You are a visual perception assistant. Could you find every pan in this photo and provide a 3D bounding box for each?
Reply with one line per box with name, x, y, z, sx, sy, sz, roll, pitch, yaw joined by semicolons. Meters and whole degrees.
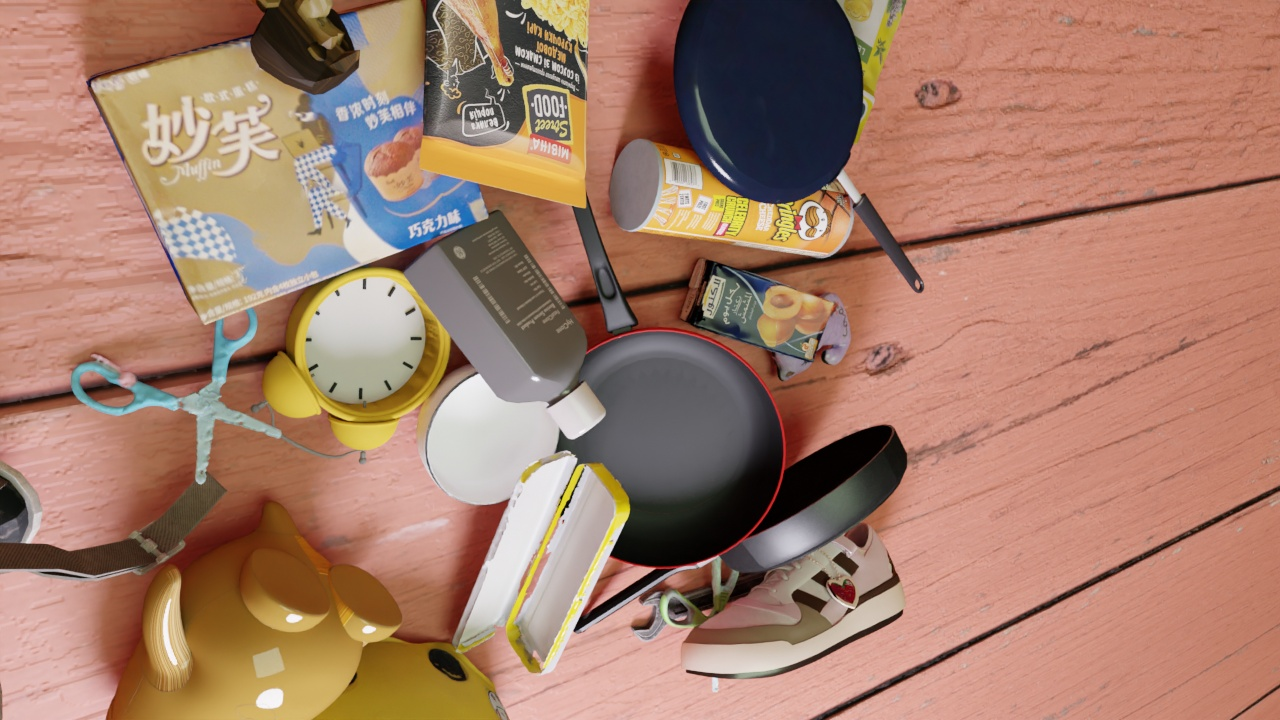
pan;-0.005;0.005;0.768;0.209;0.067;0.356;-16;101;7
pan;0.095;0.171;0.865;0.356;0.204;0.044;-33;90;2
pan;0.161;-0.179;0.790;0.356;0.021;0.198;46;70;-28

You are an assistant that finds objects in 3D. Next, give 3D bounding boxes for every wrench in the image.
wrench;0.108;0.242;0.981;0.272;0.010;0.070;-9;110;-30

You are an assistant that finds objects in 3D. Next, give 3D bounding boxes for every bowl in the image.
bowl;-0.127;0.052;0.734;0.113;0.063;0.113;-11;111;-30

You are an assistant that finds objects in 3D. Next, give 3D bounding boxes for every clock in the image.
clock;-0.208;-0.001;0.675;0.113;0.052;0.152;35;80;-36

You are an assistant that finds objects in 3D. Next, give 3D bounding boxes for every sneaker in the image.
sneaker;0.160;0.237;0.946;0.293;0.112;0.116;-8;85;-33

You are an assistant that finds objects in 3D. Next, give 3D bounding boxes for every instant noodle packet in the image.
instant noodle packet;-0.088;-0.228;0.640;0.159;0.032;0.220;2;89;-53

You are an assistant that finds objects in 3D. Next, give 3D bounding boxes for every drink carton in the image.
drink carton;0.106;-0.046;0.847;0.130;0.040;0.064;16;96;-19

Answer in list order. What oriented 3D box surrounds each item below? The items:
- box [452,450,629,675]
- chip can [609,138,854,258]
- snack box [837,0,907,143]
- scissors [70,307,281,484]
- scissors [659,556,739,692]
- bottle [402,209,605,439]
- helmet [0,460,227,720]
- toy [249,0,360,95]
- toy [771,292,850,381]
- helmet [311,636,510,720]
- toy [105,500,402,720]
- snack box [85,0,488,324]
box;-0.079;0.179;0.759;0.079;0.080;0.210;-18;138;-55
chip can;0.084;-0.138;0.801;0.214;0.075;0.075;3;104;-33
snack box;0.180;-0.302;0.828;0.121;0.045;0.181;18;96;-36
scissors;-0.300;0.010;0.617;0.135;0.015;0.135;24;70;-14
scissors;0.071;0.276;0.955;0.138;0.028;0.170;-17;111;-32
bottle;-0.089;-0.020;0.685;0.174;0.046;0.083;54;37;-7
helmet;-0.420;0.135;0.481;0.234;0.233;0.253;42;91;-20
toy;-0.205;-0.201;0.525;0.063;0.076;0.100;-33;104;29
toy;0.172;-0.020;0.920;0.099;0.036;0.080;-35;119;-20
helmet;-0.197;0.344;0.737;0.209;0.140;0.240;-48;124;-11
toy;-0.284;0.225;0.640;0.203;0.162;0.198;-50;144;4
snack box;-0.224;-0.137;0.606;0.202;0.069;0.155;-26;116;-24
